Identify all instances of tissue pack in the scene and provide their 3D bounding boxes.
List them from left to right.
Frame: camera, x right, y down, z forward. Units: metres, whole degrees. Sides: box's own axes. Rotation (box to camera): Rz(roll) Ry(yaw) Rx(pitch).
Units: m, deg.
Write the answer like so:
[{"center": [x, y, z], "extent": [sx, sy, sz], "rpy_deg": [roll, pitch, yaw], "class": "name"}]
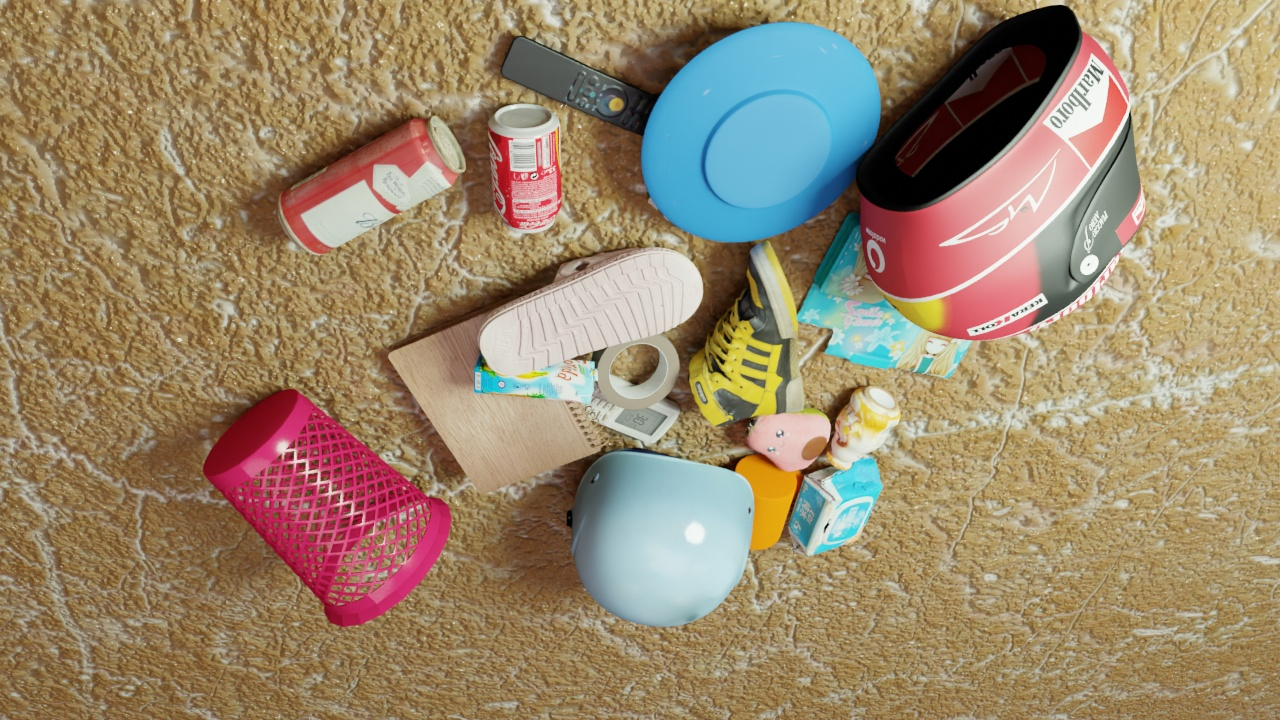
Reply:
[{"center": [0.250, 0.190, 1.181], "extent": [0.092, 0.061, 0.145], "rpy_deg": [-11, 132, -25], "class": "tissue pack"}]

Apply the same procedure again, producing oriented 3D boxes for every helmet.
[{"center": [0.016, 0.228, 1.100], "extent": [0.225, 0.166, 0.266], "rpy_deg": [14, 144, 0], "class": "helmet"}, {"center": [0.336, -0.141, 0.839], "extent": [0.271, 0.197, 0.224], "rpy_deg": [-46, 119, 7], "class": "helmet"}]

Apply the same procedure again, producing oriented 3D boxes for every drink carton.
[{"center": [-0.110, 0.017, 0.966], "extent": [0.129, 0.044, 0.039], "rpy_deg": [6, 121, -2], "class": "drink carton"}]

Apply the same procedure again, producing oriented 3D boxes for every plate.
[{"center": [0.112, -0.191, 0.826], "extent": [0.224, 0.024, 0.225], "rpy_deg": [-9, 136, -9], "class": "plate"}]

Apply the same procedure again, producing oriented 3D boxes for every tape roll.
[{"center": [-0.006, 0.006, 1.010], "extent": [0.093, 0.030, 0.094], "rpy_deg": [-6, 115, -14], "class": "tape roll"}]

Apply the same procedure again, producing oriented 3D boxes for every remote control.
[{"center": [-0.049, -0.244, 0.821], "extent": [0.151, 0.020, 0.041], "rpy_deg": [18, 124, -22], "class": "remote control"}, {"center": [-0.024, 0.052, 1.066], "extent": [0.138, 0.025, 0.060], "rpy_deg": [24, 123, -25], "class": "remote control"}]

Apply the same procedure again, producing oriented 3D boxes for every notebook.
[{"center": [-0.153, 0.042, 1.020], "extent": [0.169, 0.022, 0.210], "rpy_deg": [-21, 119, 11], "class": "notebook"}]

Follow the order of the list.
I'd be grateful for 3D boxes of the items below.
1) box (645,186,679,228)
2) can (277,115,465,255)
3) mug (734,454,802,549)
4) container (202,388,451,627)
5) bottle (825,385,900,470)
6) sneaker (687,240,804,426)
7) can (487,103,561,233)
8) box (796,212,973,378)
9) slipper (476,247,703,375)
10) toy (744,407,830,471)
[{"center": [0.090, -0.214, 0.861], "extent": [0.065, 0.044, 0.210], "rpy_deg": [38, 117, -18], "class": "box"}, {"center": [-0.245, -0.159, 0.834], "extent": [0.170, 0.067, 0.067], "rpy_deg": [-25, 128, 12], "class": "can"}, {"center": [0.164, 0.175, 1.170], "extent": [0.112, 0.077, 0.096], "rpy_deg": [-19, 136, -30], "class": "mug"}, {"center": [-0.354, 0.154, 1.023], "extent": [0.183, 0.182, 0.226], "rpy_deg": [-27, 120, 15], "class": "container"}, {"center": [0.264, 0.084, 1.107], "extent": [0.063, 0.063, 0.109], "rpy_deg": [14, 126, -18], "class": "bottle"}, {"center": [0.104, -0.019, 0.982], "extent": [0.122, 0.086, 0.239], "rpy_deg": [-16, 133, 1], "class": "sneaker"}, {"center": [-0.105, -0.175, 0.841], "extent": [0.064, 0.064, 0.105], "rpy_deg": [-2, 130, -6], "class": "can"}, {"center": [0.293, -0.060, 1.014], "extent": [0.226, 0.039, 0.182], "rpy_deg": [10, 128, -16], "class": "box"}, {"center": [-0.055, -0.058, 0.944], "extent": [0.239, 0.064, 0.094], "rpy_deg": [-20, 121, -8], "class": "slipper"}, {"center": [0.174, 0.091, 1.109], "extent": [0.110, 0.051, 0.090], "rpy_deg": [16, 125, -18], "class": "toy"}]
